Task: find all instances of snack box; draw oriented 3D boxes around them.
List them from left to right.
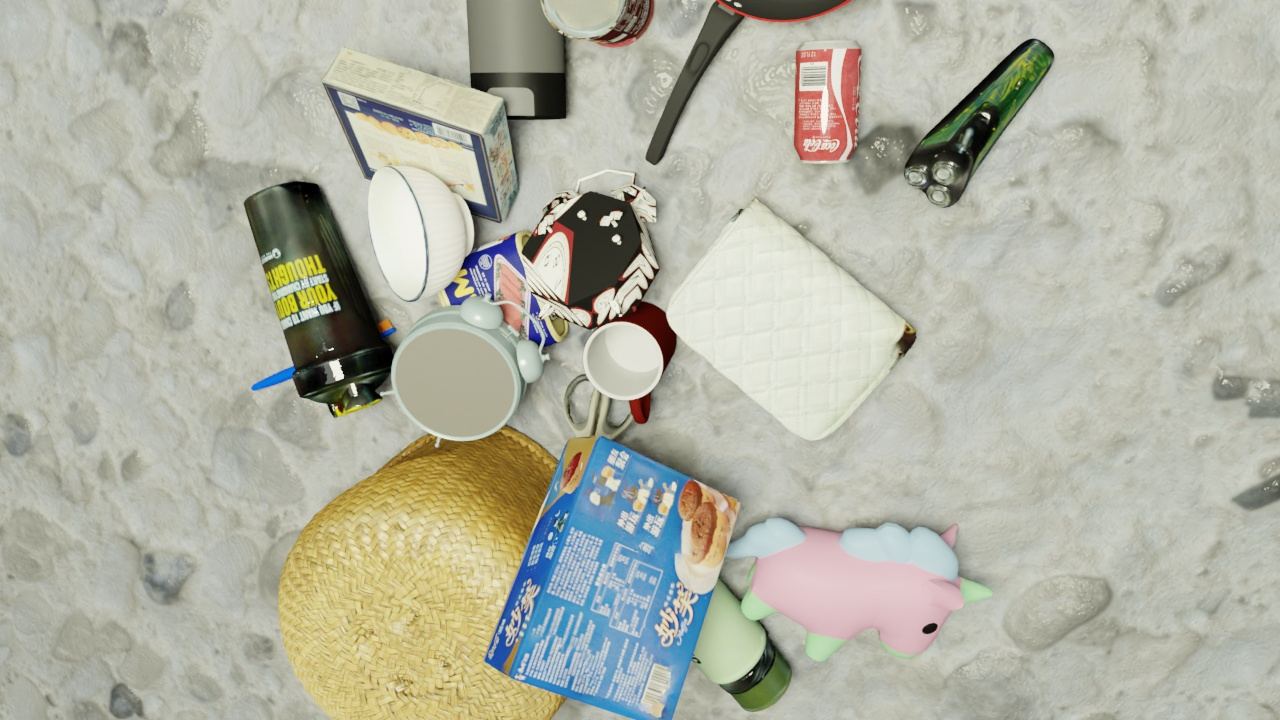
[{"bbox_3d":[-0.185,-0.191,0.799,0.144,0.145,0.042,19,70,5],"label":"snack box"},{"bbox_3d":[-0.033,-0.293,0.745,0.072,0.121,0.072,3,108,10],"label":"snack box"},{"bbox_3d":[-0.020,0.187,0.785,0.155,0.069,0.202,27,72,-23],"label":"snack box"}]

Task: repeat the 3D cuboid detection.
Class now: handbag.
[{"bbox_3d":[0.130,-0.034,0.819,0.195,0.072,0.139,40,101,-2],"label":"handbag"}]

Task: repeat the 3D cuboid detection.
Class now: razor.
[{"bbox_3d":[0.279,-0.194,0.745,0.054,0.067,0.151,39,102,-6],"label":"razor"}]

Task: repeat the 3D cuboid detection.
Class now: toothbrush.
[{"bbox_3d":[-0.331,-0.003,0.948,0.183,0.016,0.018,-20,96,16],"label":"toothbrush"}]

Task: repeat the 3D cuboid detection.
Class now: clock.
[{"bbox_3d":[-0.156,0.006,0.840,0.160,0.045,0.122,-37,107,21],"label":"clock"},{"bbox_3d":[-0.044,-0.110,0.806,0.115,0.065,0.154,-1,65,23],"label":"clock"}]

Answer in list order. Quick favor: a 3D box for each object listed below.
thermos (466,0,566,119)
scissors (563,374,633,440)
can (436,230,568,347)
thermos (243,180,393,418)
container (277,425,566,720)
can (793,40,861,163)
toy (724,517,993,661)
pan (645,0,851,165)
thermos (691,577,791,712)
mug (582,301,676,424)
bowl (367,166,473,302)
[{"bbox_3d":[-0.106,-0.325,0.770,0.082,0.082,0.241,3,107,10],"label":"thermos"},{"bbox_3d":[-0.037,0.091,0.874,0.121,0.012,0.171,-20,68,3],"label":"scissors"},{"bbox_3d":[-0.132,-0.057,0.871,0.092,0.056,0.116,-17,102,14],"label":"can"},{"bbox_3d":[-0.307,-0.056,0.879,0.098,0.098,0.221,-20,91,16],"label":"thermos"},{"bbox_3d":[-0.185,0.236,0.899,0.307,0.196,0.307,4,109,11],"label":"container"},{"bbox_3d":[0.156,-0.215,0.767,0.054,0.054,0.097,2,107,11],"label":"can"},{"bbox_3d":[0.194,0.201,0.862,0.222,0.119,0.171,31,119,0],"label":"toy"},{"bbox_3d":[0.087,-0.316,0.740,0.209,0.067,0.357,35,128,11],"label":"pan"},{"bbox_3d":[0.060,0.247,0.906,0.082,0.082,0.231,-36,105,19],"label":"thermos"},{"bbox_3d":[-0.005,0.005,0.850,0.073,0.082,0.106,-8,105,13],"label":"mug"},{"bbox_3d":[-0.188,-0.115,0.809,0.118,0.062,0.118,25,123,47],"label":"bowl"}]
